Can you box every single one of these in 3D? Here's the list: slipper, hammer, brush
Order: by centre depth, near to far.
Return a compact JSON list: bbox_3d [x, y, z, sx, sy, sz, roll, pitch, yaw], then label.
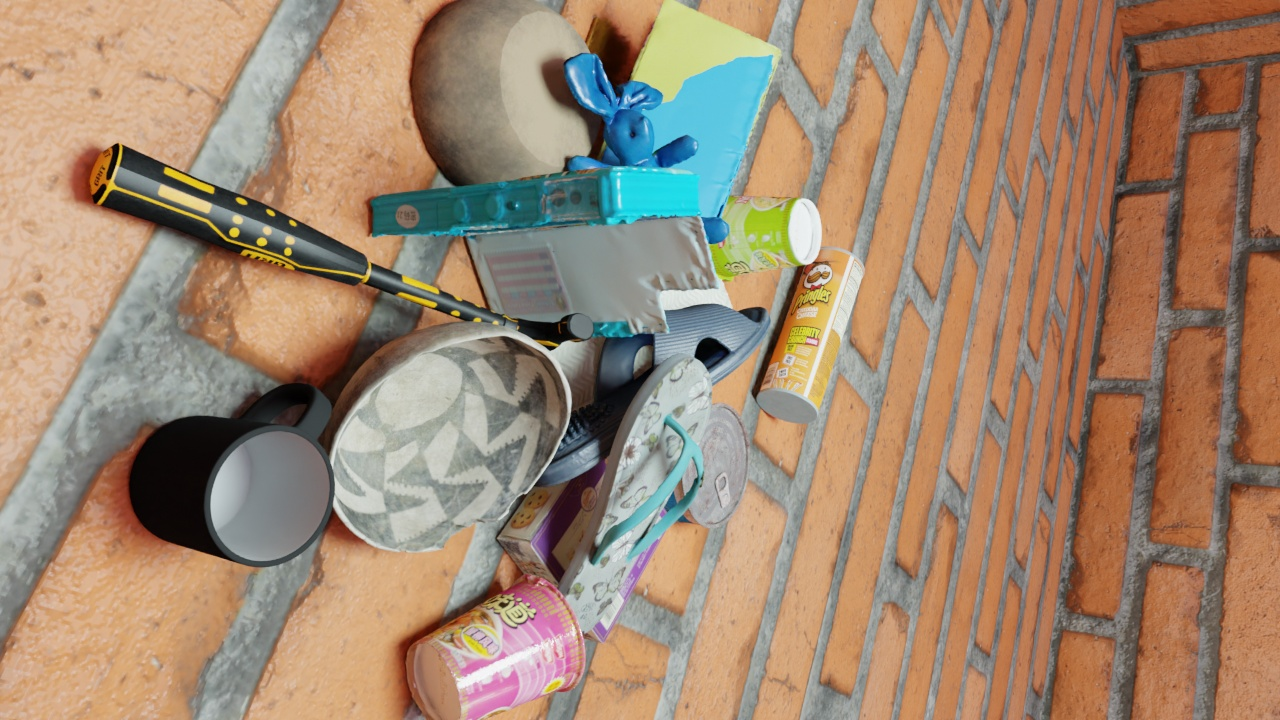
[{"bbox_3d":[-0.183,-0.058,0.599,0.320,0.123,0.036,22,70,-41],"label":"hammer"},{"bbox_3d":[0.005,0.121,0.730,0.098,0.055,0.269,-2,121,-52],"label":"slipper"},{"bbox_3d":[-0.005,0.004,0.768,0.262,0.101,0.082,-35,104,-27],"label":"slipper"},{"bbox_3d":[-0.041,-0.248,0.830,0.048,0.017,0.126,38,62,-47],"label":"brush"},{"bbox_3d":[-0.014,-0.015,0.850,0.271,0.054,0.114,-22,108,-41],"label":"slipper"}]

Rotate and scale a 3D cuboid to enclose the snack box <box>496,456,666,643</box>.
[{"bbox_3d":[-0.044,0.152,0.827,0.143,0.041,0.148,-56,132,-35],"label":"snack box"}]

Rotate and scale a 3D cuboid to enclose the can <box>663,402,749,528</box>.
[{"bbox_3d":[0.063,0.108,0.963,0.129,0.044,0.130,-4,95,-53],"label":"can"}]

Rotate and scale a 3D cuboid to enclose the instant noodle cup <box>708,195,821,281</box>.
[{"bbox_3d":[0.131,-0.136,0.988,0.098,0.108,0.099,-1,92,-52],"label":"instant noodle cup"}]

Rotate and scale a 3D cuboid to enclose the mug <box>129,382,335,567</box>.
[{"bbox_3d":[-0.228,0.060,0.539,0.078,0.088,0.113,57,49,-37],"label":"mug"}]

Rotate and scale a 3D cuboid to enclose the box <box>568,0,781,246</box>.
[{"bbox_3d":[0.028,-0.189,0.813,0.124,0.083,0.220,20,79,-7],"label":"box"}]

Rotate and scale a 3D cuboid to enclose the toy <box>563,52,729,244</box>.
[{"bbox_3d":[0.005,-0.162,0.728,0.112,0.071,0.176,-39,102,-43],"label":"toy"}]

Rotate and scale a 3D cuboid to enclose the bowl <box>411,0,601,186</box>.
[{"bbox_3d":[-0.093,-0.206,0.718,0.162,0.070,0.162,-4,95,-53],"label":"bowl"}]

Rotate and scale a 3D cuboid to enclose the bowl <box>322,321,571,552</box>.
[{"bbox_3d":[-0.144,0.040,0.641,0.178,0.081,0.179,-25,136,-27],"label":"bowl"}]

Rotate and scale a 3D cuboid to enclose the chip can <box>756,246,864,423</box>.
[{"bbox_3d":[0.210,-0.033,1.125,0.075,0.075,0.214,49,54,-42],"label":"chip can"}]

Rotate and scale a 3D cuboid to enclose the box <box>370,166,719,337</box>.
[{"bbox_3d":[-0.058,-0.085,0.641,0.169,0.228,0.085,40,60,-46],"label":"box"}]

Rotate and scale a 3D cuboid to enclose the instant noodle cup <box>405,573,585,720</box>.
[{"bbox_3d":[-0.114,0.229,0.703,0.108,0.098,0.098,-14,103,-44],"label":"instant noodle cup"}]
